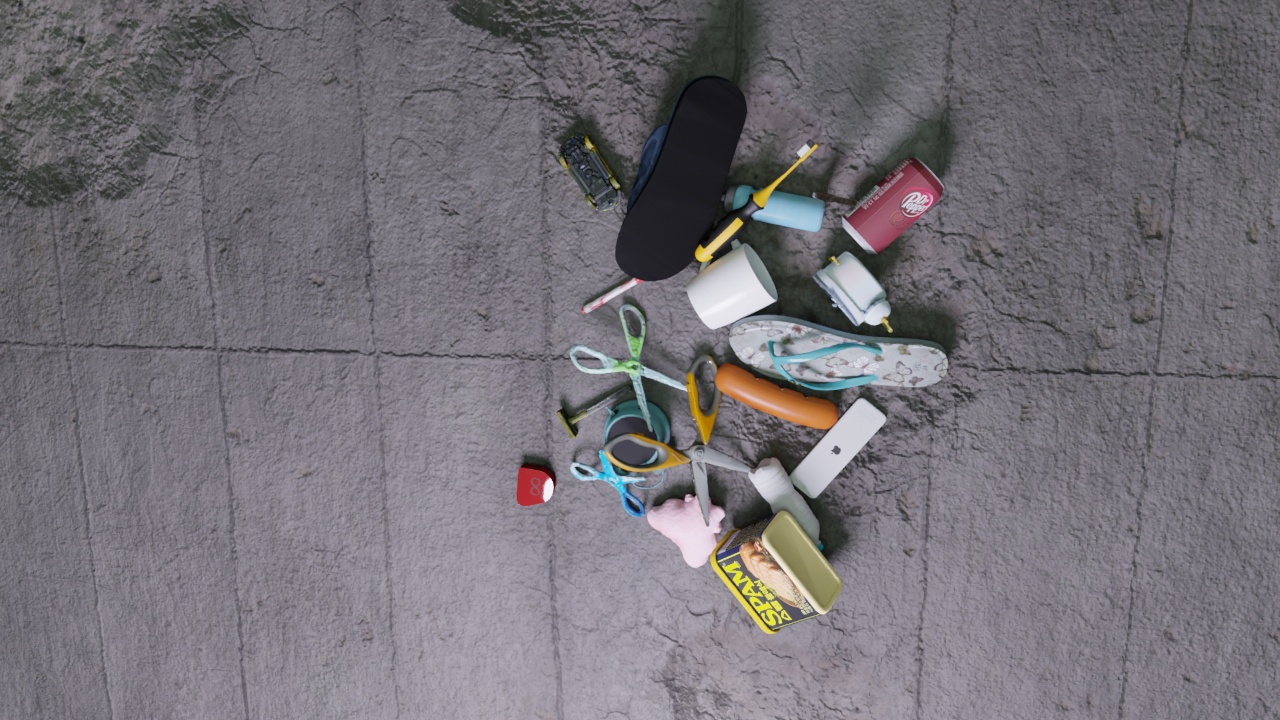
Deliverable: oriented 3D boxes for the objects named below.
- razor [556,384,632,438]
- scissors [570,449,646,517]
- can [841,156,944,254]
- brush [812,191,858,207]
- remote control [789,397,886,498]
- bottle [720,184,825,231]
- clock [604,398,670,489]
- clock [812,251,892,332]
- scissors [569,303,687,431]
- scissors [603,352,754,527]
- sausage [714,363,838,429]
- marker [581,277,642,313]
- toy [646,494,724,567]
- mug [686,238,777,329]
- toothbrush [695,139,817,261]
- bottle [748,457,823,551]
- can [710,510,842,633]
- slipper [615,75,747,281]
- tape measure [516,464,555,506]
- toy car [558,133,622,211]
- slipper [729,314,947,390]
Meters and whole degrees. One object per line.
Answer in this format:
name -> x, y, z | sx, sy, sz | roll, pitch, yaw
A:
razor -> -0.058, 0.061, 1.231 | 0.106, 0.026, 0.042 | -30, 91, 10
scissors -> -0.033, 0.165, 1.223 | 0.134, 0.011, 0.140 | -10, 125, 45
can -> 0.300, -0.184, 1.094 | 0.114, 0.063, 0.063 | -43, 90, 15
brush -> 0.218, -0.191, 1.067 | 0.045, 0.143, 0.008 | 11, 103, 0
remote control -> 0.254, 0.114, 1.186 | 0.045, 0.008, 0.147 | 39, 105, 2
bottle -> 0.160, -0.190, 1.132 | 0.130, 0.040, 0.040 | 13, 102, 8
clock -> -0.004, 0.113, 1.213 | 0.090, 0.053, 0.124 | -12, 101, 13
clock -> 0.263, -0.077, 1.113 | 0.057, 0.083, 0.117 | -42, 90, 8
scissors -> -0.014, 0.011, 1.183 | 0.165, 0.024, 0.171 | -7, 76, -21
scissors -> 0.055, 0.104, 1.173 | 0.229, 0.016, 0.225 | -3, 89, -24
sausage -> 0.172, 0.048, 1.167 | 0.164, 0.044, 0.039 | 21, 145, 2
marker -> -0.017, -0.099, 1.197 | 0.142, 0.012, 0.013 | -29, 94, 15
toy -> 0.066, 0.216, 1.219 | 0.102, 0.050, 0.093 | 42, 108, 4
mug -> 0.107, -0.103, 1.147 | 0.088, 0.081, 0.114 | -30, 63, 20
toothbrush -> 0.138, -0.189, 1.100 | 0.031, 0.031, 0.197 | 42, 112, -13
bottle -> 0.193, 0.191, 1.193 | 0.044, 0.044, 0.136 | -33, 94, 14
can -> 0.175, 0.270, 1.175 | 0.135, 0.075, 0.105 | 51, 136, -1
slipper -> 0.046, -0.225, 1.131 | 0.109, 0.083, 0.266 | 14, 117, -17
tape measure -> -0.144, 0.175, 1.269 | 0.051, 0.019, 0.059 | 9, 109, 7
toy car -> -0.063, -0.239, 1.170 | 0.049, 0.030, 0.107 | -32, 91, 13
slipper -> 0.240, 0.007, 1.131 | 0.269, 0.054, 0.098 | 8, 137, 3
